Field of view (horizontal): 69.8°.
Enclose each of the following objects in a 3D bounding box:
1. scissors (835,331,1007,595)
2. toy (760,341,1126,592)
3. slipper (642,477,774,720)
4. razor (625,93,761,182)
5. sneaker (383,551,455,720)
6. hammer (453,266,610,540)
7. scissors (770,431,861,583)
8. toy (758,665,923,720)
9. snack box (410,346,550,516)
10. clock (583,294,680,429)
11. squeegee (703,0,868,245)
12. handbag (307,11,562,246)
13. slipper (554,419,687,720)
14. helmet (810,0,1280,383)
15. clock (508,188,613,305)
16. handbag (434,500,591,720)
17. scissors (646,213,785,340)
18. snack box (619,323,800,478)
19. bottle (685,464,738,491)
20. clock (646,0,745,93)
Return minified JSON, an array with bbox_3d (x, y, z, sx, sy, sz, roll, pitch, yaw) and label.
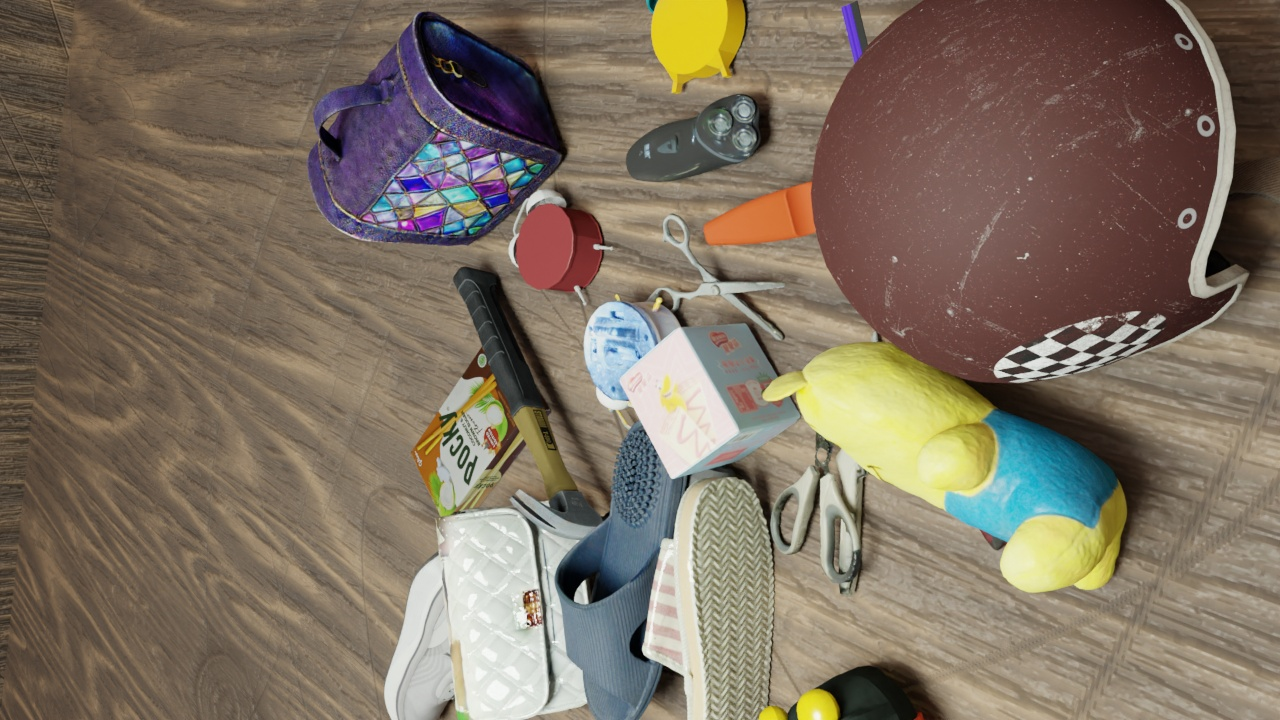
[{"bbox_3d":[0.175,0.088,0.674,0.199,0.015,0.180,42,116,37],"label":"scissors"},{"bbox_3d":[0.193,0.053,0.564,0.214,0.148,0.084,39,104,32],"label":"toy"},{"bbox_3d":[0.053,0.220,0.719,0.052,0.114,0.263,1,95,44],"label":"slipper"},{"bbox_3d":[0.039,-0.184,0.778,0.141,0.063,0.053,-8,82,41],"label":"razor"},{"bbox_3d":[-0.185,0.311,0.959,0.129,0.096,0.264,30,120,15],"label":"sneaker"},{"bbox_3d":[-0.118,0.031,0.897,0.025,0.117,0.332,-48,53,28],"label":"hammer"},{"bbox_3d":[0.140,0.090,0.687,0.164,0.012,0.153,-60,43,39],"label":"scissors"},{"bbox_3d":[0.155,0.275,0.630,0.119,0.099,0.098,62,148,18],"label":"toy"},{"bbox_3d":[-0.177,0.079,0.990,0.186,0.031,0.101,-51,57,29],"label":"snack box"},{"bbox_3d":[-0.005,0.005,0.816,0.089,0.051,0.125,10,105,43],"label":"clock"},{"bbox_3d":[0.123,-0.115,0.702,0.185,0.055,0.249,-8,101,45],"label":"squeegee"},{"bbox_3d":[-0.214,-0.220,0.908,0.205,0.221,0.125,-34,65,36],"label":"handbag"},{"bbox_3d":[-0.029,0.176,0.762,0.101,0.082,0.263,16,97,55],"label":"slipper"},{"bbox_3d":[0.229,-0.094,0.514,0.235,0.253,0.233,-46,48,40],"label":"helmet"},{"bbox_3d":[-0.086,-0.115,0.905,0.124,0.044,0.087,43,116,35],"label":"clock"},{"bbox_3d":[-0.112,0.227,0.847,0.072,0.138,0.194,111,149,-76],"label":"handbag"},{"bbox_3d":[0.055,-0.056,0.781,0.141,0.014,0.165,54,142,5],"label":"scissors"},{"bbox_3d":[0.055,0.030,0.730,0.080,0.092,0.094,-40,70,35],"label":"snack box"},{"bbox_3d":[0.052,0.141,0.765,0.047,0.046,0.112,18,100,42],"label":"bottle"},{"bbox_3d":[0.048,-0.303,0.792,0.099,0.043,0.129,-2,94,43],"label":"clock"}]
